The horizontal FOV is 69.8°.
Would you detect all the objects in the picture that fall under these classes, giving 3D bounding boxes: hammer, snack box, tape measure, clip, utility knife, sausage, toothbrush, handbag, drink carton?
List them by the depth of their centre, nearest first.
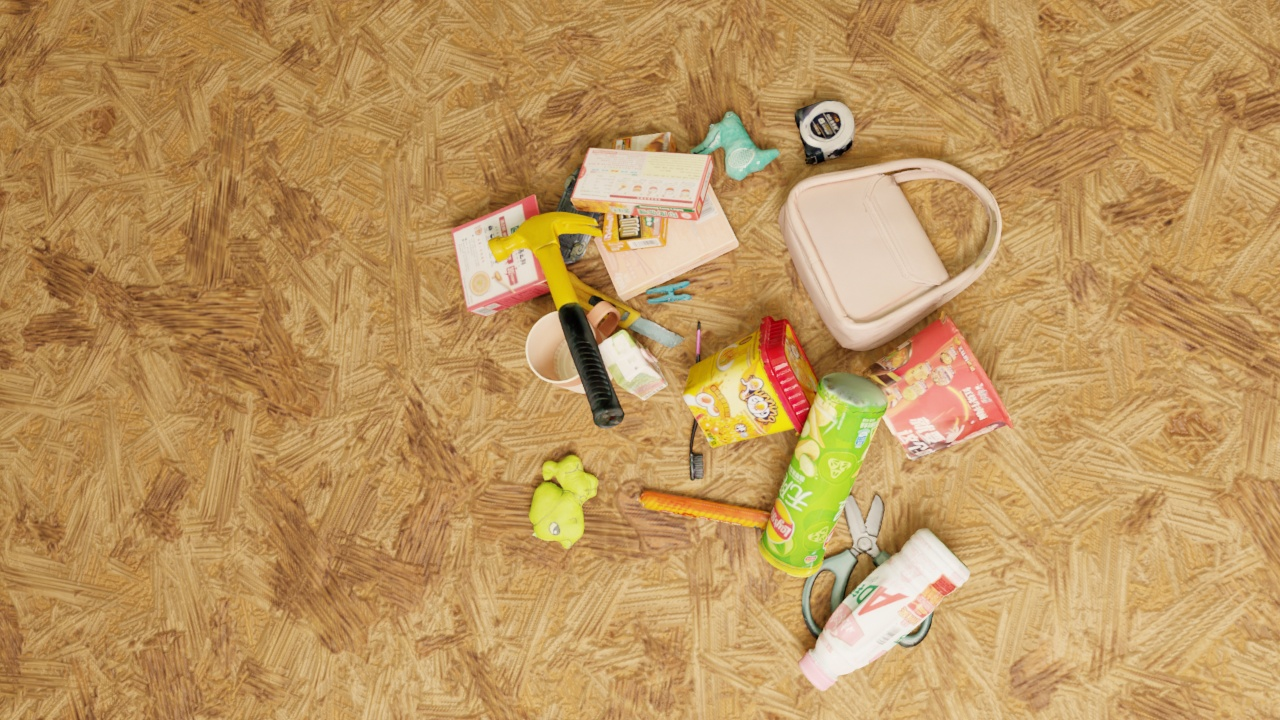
[{"bbox_3d":[-0.076,-0.053,1.003,0.129,0.033,0.300,-24,55,2],"label":"hammer"},{"bbox_3d":[0.290,-0.135,1.025,0.234,0.093,0.193,-23,75,1],"label":"handbag"},{"bbox_3d":[-0.006,0.006,1.043,0.045,0.122,0.053,-32,74,5],"label":"drink carton"},{"bbox_3d":[0.074,0.170,1.046,0.165,0.021,0.021,8,82,15],"label":"sausage"},{"bbox_3d":[0.069,0.046,1.075,0.018,0.014,0.189,2,80,4],"label":"toothbrush"},{"bbox_3d":[0.002,-0.208,1.075,0.156,0.027,0.077,9,67,20],"label":"snack box"},{"bbox_3d":[0.220,-0.271,1.083,0.066,0.033,0.065,-14,79,13],"label":"tape measure"},{"bbox_3d":[0.034,-0.080,1.106,0.057,0.014,0.047,-7,80,14],"label":"clip"},{"bbox_3d":[-0.001,-0.204,1.108,0.075,0.026,0.153,-3,65,19],"label":"snack box"},{"bbox_3d":[0.030,-0.143,1.110,0.157,0.026,0.084,-25,74,8],"label":"snack box"},{"bbox_3d":[-0.042,-0.068,1.121,0.216,0.015,0.033,28,91,17],"label":"utility knife"},{"bbox_3d":[-0.163,-0.129,1.137,0.127,0.044,0.113,-18,75,21],"label":"snack box"}]

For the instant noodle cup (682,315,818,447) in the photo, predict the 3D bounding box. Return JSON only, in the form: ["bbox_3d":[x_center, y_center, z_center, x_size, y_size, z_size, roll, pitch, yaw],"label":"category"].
[{"bbox_3d":[0.121,0.030,1.008,0.124,0.115,0.116,-22,111,21],"label":"instant noodle cup"}]

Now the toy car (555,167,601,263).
[{"bbox_3d":[-0.078,-0.179,1.140,0.054,0.036,0.121,27,97,20],"label":"toy car"}]

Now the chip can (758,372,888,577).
[{"bbox_3d":[0.187,0.118,0.949,0.072,0.072,0.222,23,117,17],"label":"chip can"}]

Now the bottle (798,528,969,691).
[{"bbox_3d":[0.246,0.261,0.949,0.197,0.068,0.068,-45,73,7],"label":"bottle"}]

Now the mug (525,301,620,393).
[{"bbox_3d":[-0.067,-0.019,1.071,0.081,0.106,0.114,40,91,17],"label":"mug"}]

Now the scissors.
[{"bbox_3d":[0.230,0.235,0.998,0.171,0.019,0.177,-22,77,10],"label":"scissors"}]

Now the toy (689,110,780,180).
[{"bbox_3d":[0.110,-0.258,1.112,0.097,0.030,0.092,-29,70,15],"label":"toy"}]

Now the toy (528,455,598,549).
[{"bbox_3d":[-0.094,0.166,1.084,0.100,0.031,0.096,-42,73,-1],"label":"toy"}]

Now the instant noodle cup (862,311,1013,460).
[{"bbox_3d":[0.306,0.035,0.960,0.109,0.137,0.138,-31,74,15],"label":"instant noodle cup"}]
